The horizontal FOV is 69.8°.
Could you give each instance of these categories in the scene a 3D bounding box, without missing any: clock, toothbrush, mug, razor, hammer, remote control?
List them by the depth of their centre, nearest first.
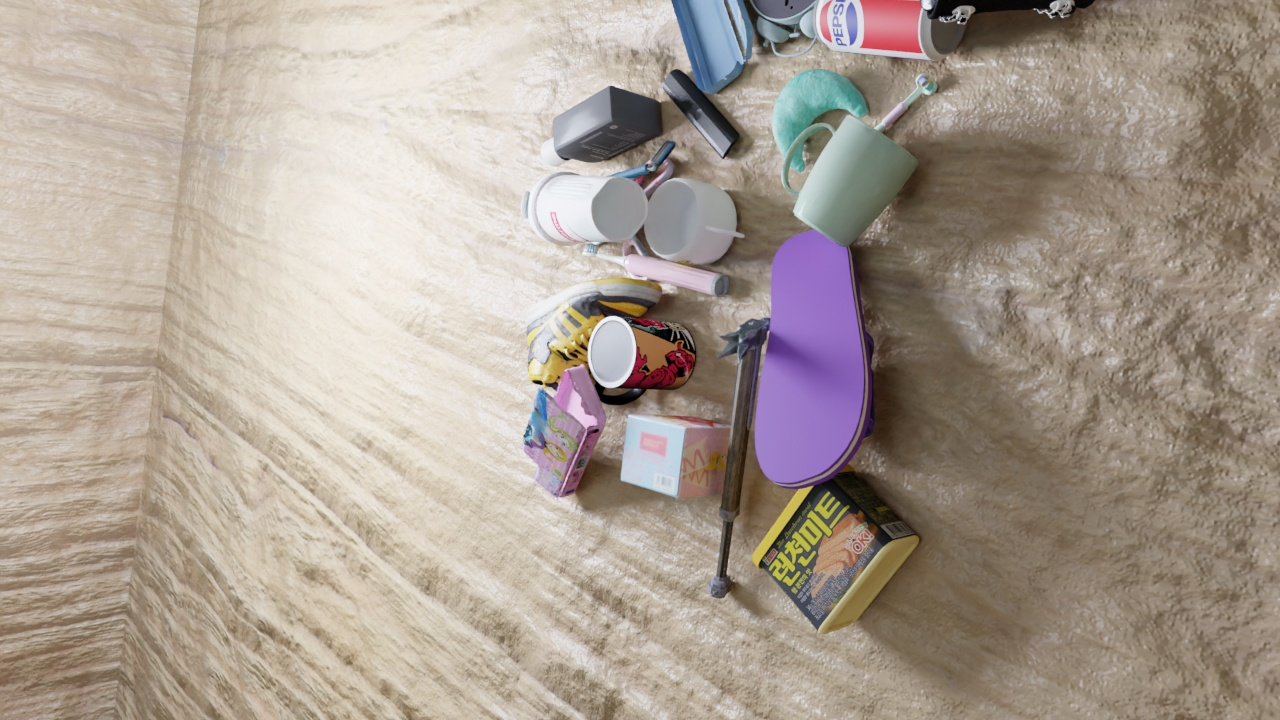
[{"bbox_3d":[0.189,-0.175,0.878,0.111,0.084,0.104,40,105,20],"label":"mug"},{"bbox_3d":[0.229,-0.221,0.909,0.022,0.015,0.155,47,125,2],"label":"toothbrush"},{"bbox_3d":[0.170,-0.399,0.961,0.123,0.045,0.159,13,98,46],"label":"clock"},{"bbox_3d":[0.102,0.110,0.973,0.028,0.146,0.317,13,110,22],"label":"hammer"},{"bbox_3d":[0.065,-0.154,1.038,0.116,0.068,0.094,25,105,44],"label":"mug"},{"bbox_3d":[0.070,-0.290,1.079,0.033,0.015,0.146,-54,53,30],"label":"remote control"},{"bbox_3d":[-0.006,0.006,1.081,0.082,0.098,0.118,53,123,34],"label":"mug"},{"bbox_3d":[0.010,-0.113,1.104,0.223,0.027,0.026,19,95,38],"label":"toothbrush"},{"bbox_3d":[-0.009,-0.236,1.140,0.144,0.022,0.042,-9,39,52],"label":"razor"}]

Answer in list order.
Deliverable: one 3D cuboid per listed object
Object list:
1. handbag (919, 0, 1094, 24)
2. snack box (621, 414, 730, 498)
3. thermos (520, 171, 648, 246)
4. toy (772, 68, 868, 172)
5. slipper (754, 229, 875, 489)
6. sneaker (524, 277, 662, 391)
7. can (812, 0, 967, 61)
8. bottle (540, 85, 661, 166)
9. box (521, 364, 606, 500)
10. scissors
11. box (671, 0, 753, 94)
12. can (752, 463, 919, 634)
[{"bbox_3d":[0.303,-0.341,0.769,0.154,0.114,0.125,-1,87,5],"label":"handbag"},{"bbox_3d":[0.046,0.104,1.024,0.093,0.094,0.079,9,94,47],"label":"snack box"},{"bbox_3d":[-0.071,-0.186,1.117,0.221,0.099,0.099,19,101,64],"label":"thermos"},{"bbox_3d":[0.178,-0.256,0.954,0.105,0.033,0.085,-43,70,35],"label":"toy"},{"bbox_3d":[0.182,0.005,0.906,0.107,0.084,0.266,-11,60,31],"label":"slipper"},{"bbox_3d":[-0.066,-0.024,1.152,0.239,0.086,0.122,-16,70,49],"label":"sneaker"},{"bbox_3d":[0.235,-0.325,0.869,0.132,0.070,0.070,26,106,44],"label":"can"},{"bbox_3d":[-0.062,-0.290,1.170,0.174,0.083,0.046,-12,78,46],"label":"bottle"},{"bbox_3d":[-0.104,0.099,1.136,0.231,0.070,0.084,115,137,-57],"label":"box"},{"bbox_3d":[-0.009,-0.176,1.156,0.171,0.013,0.176,-36,62,38],"label":"scissors"},{"bbox_3d":[0.083,-0.422,1.058,0.125,0.043,0.209,-46,54,57],"label":"box"},{"bbox_3d":[0.188,0.183,0.888,0.101,0.072,0.131,47,120,34],"label":"can"}]
